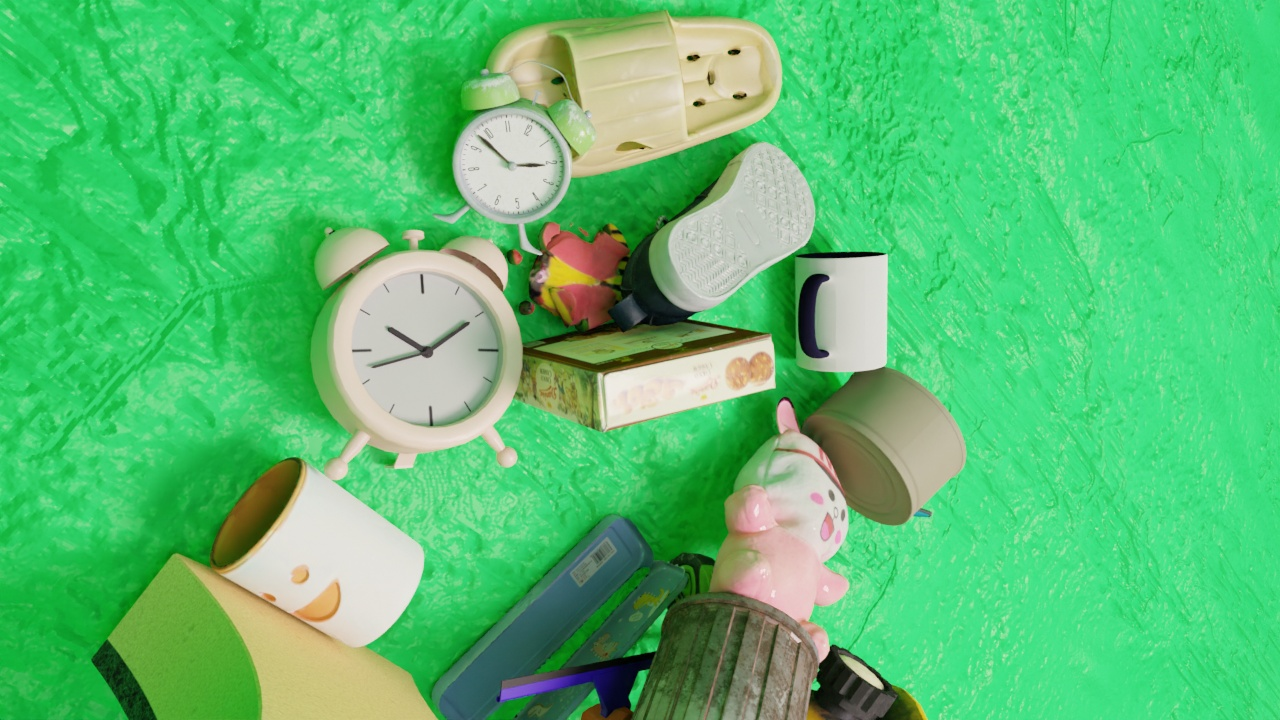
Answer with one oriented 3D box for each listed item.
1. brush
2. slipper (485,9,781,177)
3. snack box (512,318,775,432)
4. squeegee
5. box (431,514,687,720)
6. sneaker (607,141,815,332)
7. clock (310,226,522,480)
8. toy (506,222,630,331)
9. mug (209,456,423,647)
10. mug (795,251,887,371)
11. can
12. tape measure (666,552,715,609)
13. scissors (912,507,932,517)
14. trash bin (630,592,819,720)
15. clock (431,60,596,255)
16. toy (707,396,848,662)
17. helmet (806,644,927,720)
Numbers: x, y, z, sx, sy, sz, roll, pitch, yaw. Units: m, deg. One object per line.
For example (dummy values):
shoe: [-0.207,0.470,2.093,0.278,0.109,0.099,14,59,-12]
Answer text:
brush: [-0.184,0.220,0.519,0.195,0.250,0.075,44,74,-34]
slipper: [0.016,-0.203,0.683,0.260,0.079,0.111,-18,110,-29]
snack box: [-0.004,0.004,0.661,0.143,0.147,0.041,-13,105,-31]
squeegee: [-0.036,0.313,0.679,0.249,0.055,0.185,15,96,-54]
box: [-0.055,0.217,0.705,0.210,0.079,0.072,-42,120,-20]
sneaker: [0.060,-0.095,0.725,0.089,0.088,0.234,54,46,-6]
clock: [-0.152,-0.006,0.616,0.130,0.086,0.160,-1,89,-33]
toy: [-0.045,-0.065,0.688,0.103,0.046,0.084,-20,95,-33]
mug: [-0.205,0.125,0.591,0.105,0.082,0.082,45,74,-30]
mug: [0.167,-0.042,0.794,0.111,0.079,0.097,-16,107,-53]
can: [0.214,0.077,0.822,0.073,0.128,0.128,-38,116,-22]
tape measure: [0.048,0.195,0.774,0.035,0.065,0.059,19,111,-33]
scissors: [0.241,0.129,0.909,0.130,0.019,0.149,-38,107,-26]
trash bin: [0.044,0.279,0.619,0.131,0.131,0.210,58,35,-25]
clock: [-0.085,-0.143,0.624,0.094,0.042,0.119,20,113,-15]
toy: [0.118,0.142,0.764,0.142,0.084,0.212,53,39,-24]
helmet: [0.112,0.361,0.780,0.131,0.205,0.255,33,95,-8]
